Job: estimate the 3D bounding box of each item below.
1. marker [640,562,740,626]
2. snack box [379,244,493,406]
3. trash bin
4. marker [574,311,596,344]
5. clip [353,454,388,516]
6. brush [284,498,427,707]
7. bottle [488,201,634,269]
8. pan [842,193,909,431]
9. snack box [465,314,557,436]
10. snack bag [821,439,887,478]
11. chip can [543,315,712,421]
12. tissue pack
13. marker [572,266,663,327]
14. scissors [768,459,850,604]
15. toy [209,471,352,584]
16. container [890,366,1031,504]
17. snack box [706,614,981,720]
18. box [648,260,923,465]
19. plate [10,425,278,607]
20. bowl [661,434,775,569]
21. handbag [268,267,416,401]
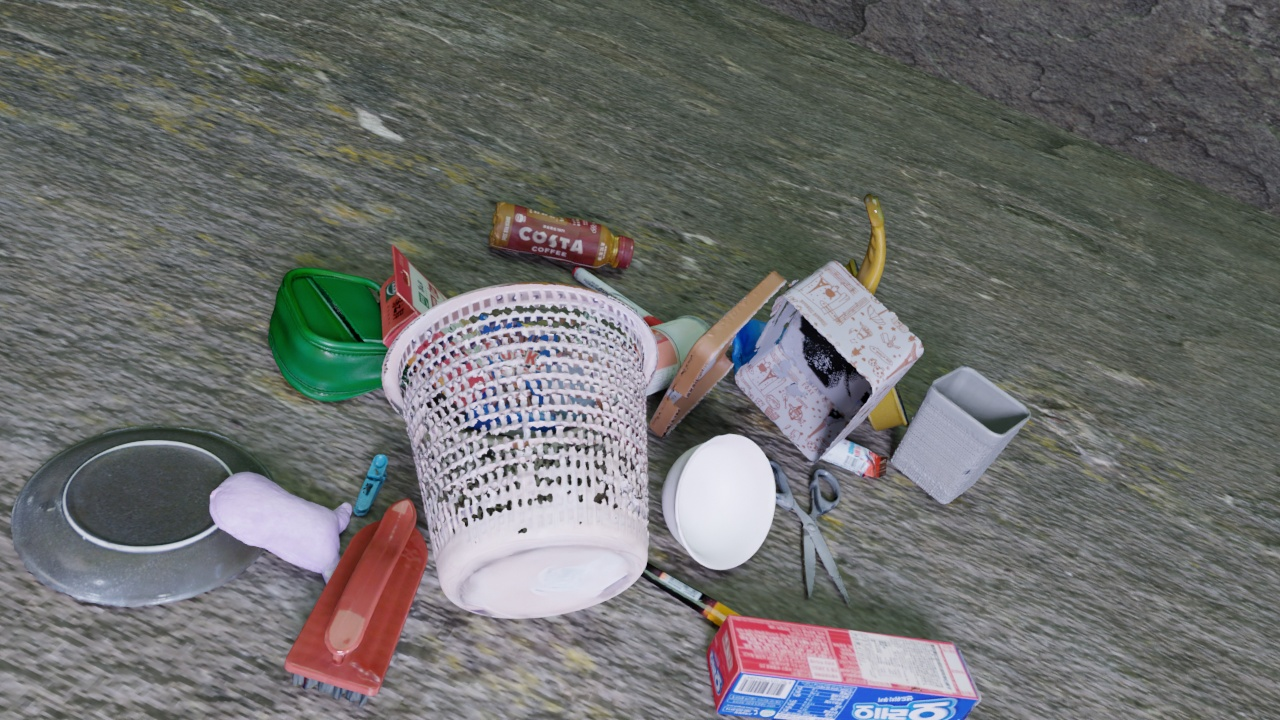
[{"bbox_3d":[0.044,0.200,0.769,0.124,0.015,0.018,28,34,15],"label":"marker"},{"bbox_3d":[-0.200,-0.031,0.855,0.127,0.044,0.113,47,8,-31],"label":"snack box"},{"bbox_3d":[-0.082,0.082,0.709,0.227,0.228,0.191,5,52,-22],"label":"trash bin"},{"bbox_3d":[-0.064,-0.028,1.019,0.017,0.017,0.145,19,34,-2],"label":"marker"},{"bbox_3d":[-0.222,0.105,0.755,0.015,0.049,0.056,19,40,-5],"label":"clip"},{"bbox_3d":[-0.190,0.163,0.647,0.063,0.069,0.145,19,35,-5],"label":"brush"},{"bbox_3d":[-0.096,-0.149,1.131,0.174,0.058,0.057,11,36,-15],"label":"bottle"},{"bbox_3d":[0.242,-0.055,0.966,0.078,0.357,0.197,-19,58,15],"label":"pan"},{"bbox_3d":[-0.127,0.015,0.919,0.084,0.026,0.157,12,36,-14],"label":"snack box"},{"bbox_3d":[0.215,0.097,0.987,0.104,0.026,0.048,24,26,5],"label":"snack bag"},{"bbox_3d":[-0.006,0.005,0.933,0.071,0.071,0.214,38,31,23],"label":"chip can"},{"bbox_3d":[0.178,0.010,1.063,0.157,0.052,0.094,14,37,-9],"label":"tissue pack"},{"bbox_3d":[-0.024,-0.070,1.098,0.145,0.017,0.017,35,37,19],"label":"marker"},{"bbox_3d":[0.164,0.156,0.890,0.159,0.014,0.170,38,38,24],"label":"scissors"},{"bbox_3d":[-0.266,0.117,0.684,0.108,0.039,0.083,30,26,-25],"label":"toy"},{"bbox_3d":[0.341,0.083,0.992,0.090,0.115,0.090,-19,51,-43],"label":"container"},{"bbox_3d":[0.159,0.250,0.722,0.207,0.057,0.058,11,33,-14],"label":"snack box"},{"bbox_3d":[0.131,0.024,0.889,0.192,0.183,0.157,-37,73,-27],"label":"box"},{"bbox_3d":[-0.360,0.104,0.679,0.179,0.024,0.179,14,36,-11],"label":"plate"},{"bbox_3d":[0.058,0.123,0.823,0.118,0.118,0.065,-11,6,-37],"label":"bowl"},{"bbox_3d":[-0.281,-0.024,0.866,0.120,0.068,0.131,2,36,-39],"label":"handbag"}]
